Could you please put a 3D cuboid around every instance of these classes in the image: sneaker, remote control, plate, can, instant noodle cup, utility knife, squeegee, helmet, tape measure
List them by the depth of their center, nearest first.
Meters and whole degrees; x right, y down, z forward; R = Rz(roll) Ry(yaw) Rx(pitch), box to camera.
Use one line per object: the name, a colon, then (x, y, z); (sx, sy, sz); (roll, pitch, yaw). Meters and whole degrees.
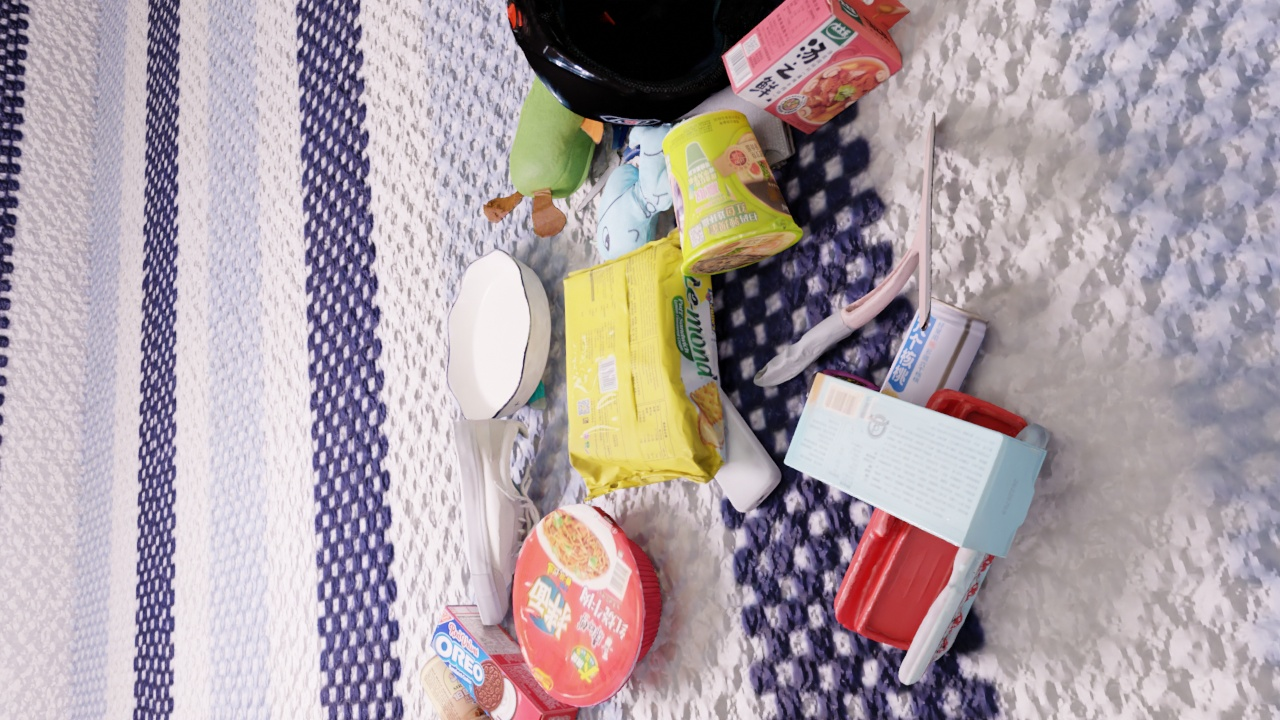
can: (0.216, 0.021, 0.706); (0.053, 0.053, 0.135); (33, 106, 43)
tape measure: (0.165, 0.033, 0.750); (0.057, 0.058, 0.039); (-78, 3, -77)
squeegee: (0.171, -0.042, 0.751); (0.250, 0.040, 0.246); (-51, 16, 46)
instant noodle cup: (0.073, -0.152, 0.818); (0.112, 0.111, 0.123); (-23, 79, 40)
remote control: (0.079, 0.076, 0.856); (0.056, 0.020, 0.136); (-53, 51, 25)
helmet: (-0.011, -0.336, 0.866); (0.231, 0.233, 0.274); (132, 139, -67)
instant noodle cup: (-0.045, 0.242, 0.921); (0.194, 0.065, 0.193); (-9, 78, 45)
sneaker: (-0.156, 0.180, 1.042); (0.089, 0.090, 0.242); (-141, 46, -72)
can: (-0.207, 0.395, 1.060); (0.116, 0.058, 0.059); (43, 113, 40)
plate: (-0.169, -0.027, 1.085); (0.205, 0.045, 0.204); (-10, 77, 53)
utility knife: (-0.133, -0.023, 1.088); (0.029, 0.013, 0.186); (-31, 61, 35)

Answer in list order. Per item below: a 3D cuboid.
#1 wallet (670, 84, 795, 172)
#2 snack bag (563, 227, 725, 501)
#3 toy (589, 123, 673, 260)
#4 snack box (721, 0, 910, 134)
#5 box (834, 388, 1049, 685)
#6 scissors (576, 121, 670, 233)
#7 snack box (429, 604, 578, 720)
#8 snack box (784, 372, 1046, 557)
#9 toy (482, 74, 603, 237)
wallet: (0.084, -0.214, 0.887); (0.130, 0.037, 0.106); (-20, 69, 42)
snack bag: (-0.005, 0.005, 0.881); (0.158, 0.068, 0.246); (-15, 72, 37)
toy: (-0.006, -0.161, 0.950); (0.157, 0.049, 0.161); (-16, 77, 56)
snack box: (0.154, -0.259, 0.771); (0.127, 0.113, 0.044); (-33, 60, 36)
box: (0.220, 0.129, 0.650); (0.098, 0.095, 0.201); (-79, 10, -78)
scissors: (-0.023, -0.232, 1.014); (0.163, 0.012, 0.163); (-20, 71, 42)
snack box: (-0.155, 0.348, 1.018); (0.207, 0.058, 0.057); (30, 101, 43)
snack box: (0.181, 0.067, 0.631); (0.175, 0.051, 0.074); (23, 94, 56)
toy: (-0.094, -0.259, 1.035); (0.227, 0.090, 0.247); (29, 101, 54)
